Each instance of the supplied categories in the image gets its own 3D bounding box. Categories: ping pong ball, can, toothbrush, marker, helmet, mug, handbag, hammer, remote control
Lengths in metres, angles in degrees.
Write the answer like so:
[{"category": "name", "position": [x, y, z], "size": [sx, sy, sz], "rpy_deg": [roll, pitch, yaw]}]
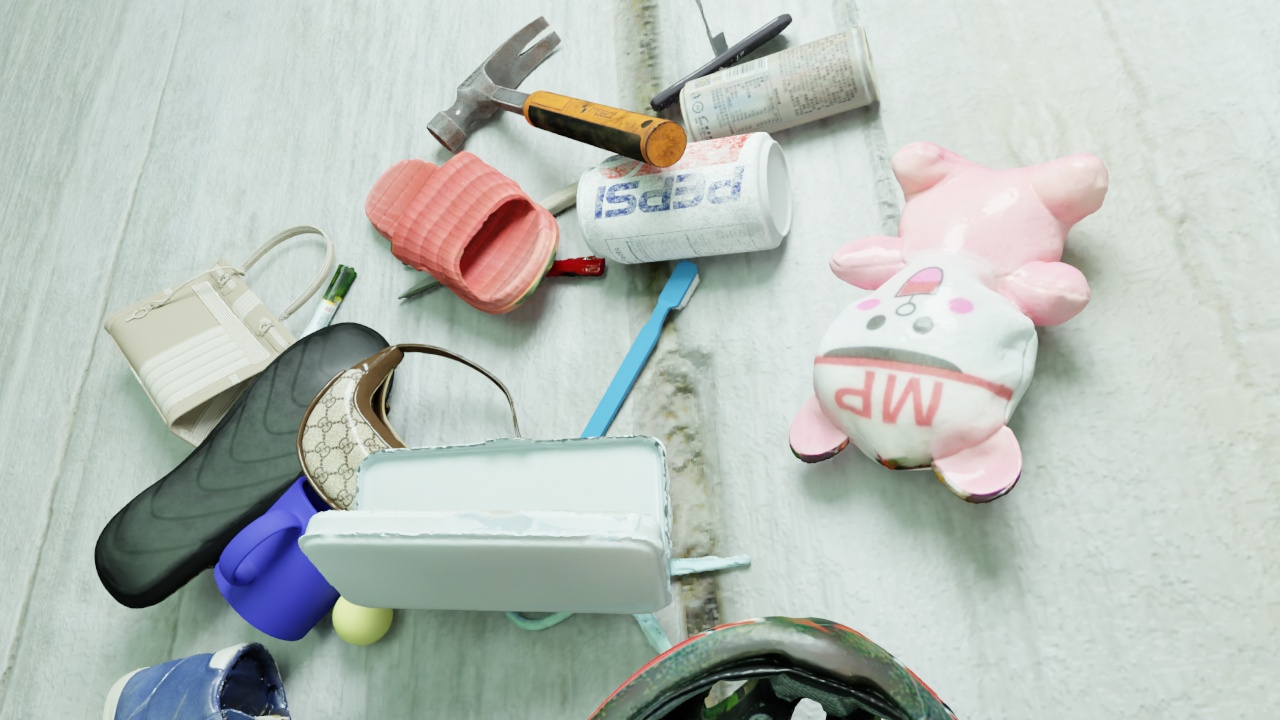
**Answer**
[{"category": "ping pong ball", "position": [-0.191, 0.175, 0.632], "size": [0.040, 0.040, 0.040], "rpy_deg": [-10, 63, 21]}, {"category": "can", "position": [0.099, -0.193, 0.661], "size": [0.136, 0.054, 0.054], "rpy_deg": [-13, 62, 19]}, {"category": "toothbrush", "position": [0.039, -0.275, 0.652], "size": [0.010, 0.181, 0.010], "rpy_deg": [-33, 62, 4]}, {"category": "marker", "position": [-0.282, -0.016, 0.780], "size": [0.017, 0.017, 0.146], "rpy_deg": [16, 74, 30]}, {"category": "helmet", "position": [0.052, 0.249, 0.404], "size": [0.217, 0.167, 0.271], "rpy_deg": [15, 80, 15]}, {"category": "mug", "position": [-0.243, 0.135, 0.634], "size": [0.083, 0.111, 0.079], "rpy_deg": [-46, 68, -1]}, {"category": "can", "position": [0.031, -0.111, 0.640], "size": [0.136, 0.078, 0.078], "rpy_deg": [-3, 65, 24]}, {"category": "toothbrush", "position": [-0.004, 0.004, 0.644], "size": [0.016, 0.014, 0.166], "rpy_deg": [26, 84, 32]}, {"category": "handbag", "position": [-0.147, 0.063, 0.639], "size": [0.166, 0.063, 0.138], "rpy_deg": [36, 78, 15]}, {"category": "handbag", "position": [-0.347, -0.042, 0.803], "size": [0.197, 0.062, 0.176], "rpy_deg": [-46, 53, -10]}, {"category": "hammer", "position": [-0.056, -0.196, 0.693], "size": [0.137, 0.035, 0.314], "rpy_deg": [-49, 38, -6]}, {"category": "remote control", "position": [0.062, -0.227, 0.705], "size": [0.124, 0.046, 0.009], "rpy_deg": [-31, 96, 9]}]

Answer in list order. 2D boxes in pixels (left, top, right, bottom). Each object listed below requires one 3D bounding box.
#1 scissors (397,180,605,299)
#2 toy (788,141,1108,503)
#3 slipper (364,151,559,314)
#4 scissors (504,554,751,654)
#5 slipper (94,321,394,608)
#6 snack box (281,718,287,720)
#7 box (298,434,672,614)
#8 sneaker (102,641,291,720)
[{"category": "scissors", "position": [-0.103, -0.089, 0.732], "size": [0.187, 0.015, 0.179], "rpy_deg": [37, 87, 34]}, {"category": "toy", "position": [0.177, -0.026, 0.529], "size": [0.142, 0.084, 0.212], "rpy_deg": [15, 72, 32]}, {"category": "slipper", "position": [-0.156, -0.117, 0.729], "size": [0.249, 0.059, 0.103], "rpy_deg": [33, 82, 41]}, {"category": "scissors", "position": [-0.017, 0.140, 0.586], "size": [0.168, 0.023, 0.171], "rpy_deg": [-34, 57, 1]}, {"category": "slipper", "position": [-0.292, 0.080, 0.708], "size": [0.113, 0.076, 0.267], "rpy_deg": [39, 74, 16]}, {"category": "snack box", "position": [-0.170, 0.277, 0.557], "size": [0.150, 0.027, 0.082], "rpy_deg": [7, 56, 17]}, {"category": "box", "position": [-0.084, 0.085, 0.564], "size": [0.215, 0.107, 0.124], "rpy_deg": [0, 47, 7]}, {"category": "sneaker", "position": [-0.284, 0.298, 0.595], "size": [0.118, 0.091, 0.232], "rpy_deg": [-24, 51, 11]}]
